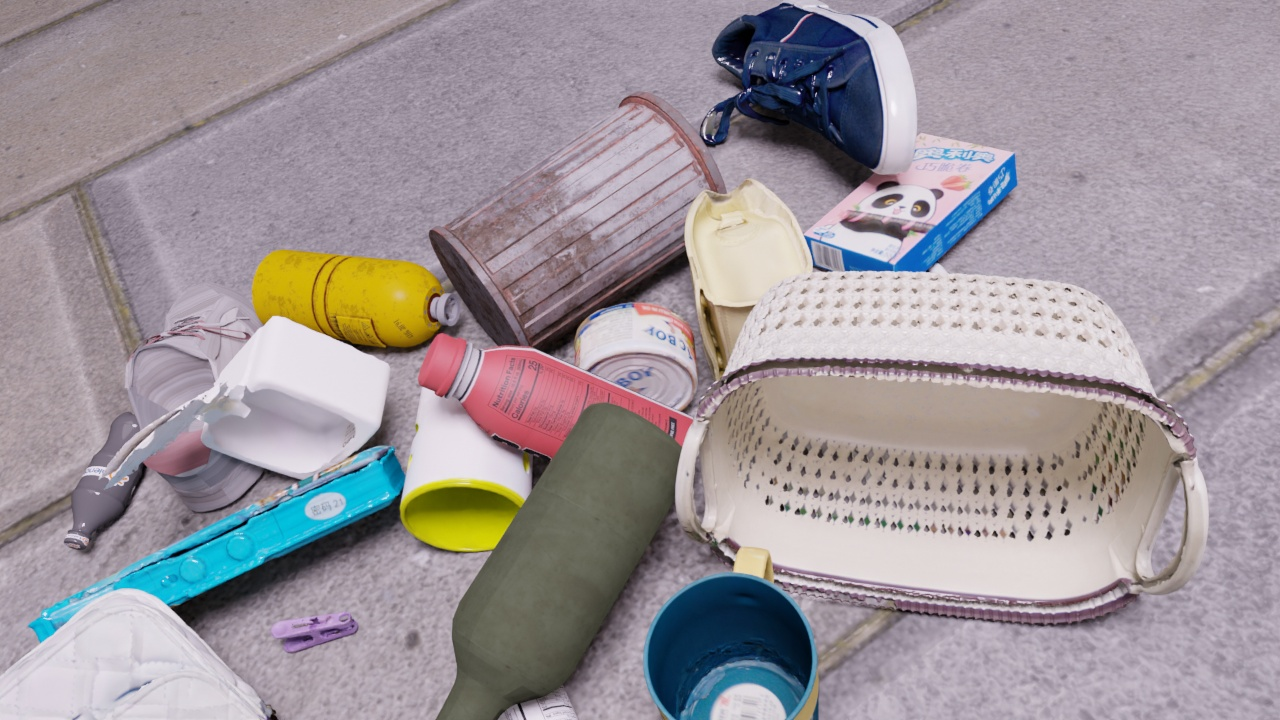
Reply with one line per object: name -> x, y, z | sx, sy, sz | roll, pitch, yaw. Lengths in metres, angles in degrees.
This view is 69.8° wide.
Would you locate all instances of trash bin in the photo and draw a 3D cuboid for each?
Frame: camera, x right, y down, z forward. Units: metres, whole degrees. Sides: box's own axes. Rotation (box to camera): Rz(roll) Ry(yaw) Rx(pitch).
trash bin -> -0.039, -0.105, 0.708 | 0.210, 0.131, 0.131 | -36, 52, -15

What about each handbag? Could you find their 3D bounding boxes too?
handbag -> 0.074, -0.046, 0.640 | 0.081, 0.119, 0.111 | -17, 53, 1
handbag -> -0.311, 0.232, 0.496 | 0.194, 0.139, 0.073 | -43, 12, -20

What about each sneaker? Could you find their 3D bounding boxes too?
sneaker -> -0.349, 0.001, 0.717 | 0.099, 0.089, 0.236 | -22, 49, -5
sneaker -> 0.126, -0.226, 0.767 | 0.127, 0.121, 0.294 | -13, 36, -9

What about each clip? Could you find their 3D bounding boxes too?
clip -> -0.208, 0.171, 0.585 | 0.051, 0.033, 0.013 | -15, 48, 0

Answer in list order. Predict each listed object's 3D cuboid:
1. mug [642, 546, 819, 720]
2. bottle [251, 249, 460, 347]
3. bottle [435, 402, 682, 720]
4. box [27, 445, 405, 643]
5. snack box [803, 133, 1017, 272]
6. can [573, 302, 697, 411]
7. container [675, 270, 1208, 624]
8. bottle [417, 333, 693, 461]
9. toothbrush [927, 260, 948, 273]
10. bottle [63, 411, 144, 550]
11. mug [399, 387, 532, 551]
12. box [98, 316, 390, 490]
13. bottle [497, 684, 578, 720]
mug -> 0.055, 0.158, 0.479 | 0.083, 0.107, 0.113 | 3, 52, 18
bottle -> -0.224, -0.048, 0.743 | 0.164, 0.071, 0.070 | 7, 53, 19
bottle -> -0.051, 0.124, 0.495 | 0.071, 0.071, 0.206 | 23, 70, 28
box -> -0.266, 0.119, 0.602 | 0.226, 0.094, 0.039 | -25, 93, -8
snack box -> 0.210, -0.117, 0.711 | 0.154, 0.033, 0.088 | -41, 43, -21
can -> -0.004, 0.004, 0.636 | 0.086, 0.086, 0.043 | -7, 49, 7
container -> 0.156, 0.044, 0.511 | 0.252, 0.185, 0.142 | 4, 40, 14
bottle -> -0.052, 0.032, 0.576 | 0.176, 0.062, 0.062 | 24, 49, -19
toothbrush -> 0.243, -0.021, 0.643 | 0.012, 0.017, 0.186 | -14, 48, -10
bottle -> -0.399, 0.090, 0.690 | 0.036, 0.036, 0.109 | -2, 51, 12
mug -> -0.112, 0.062, 0.616 | 0.082, 0.083, 0.106 | -8, 48, 7
box -> -0.265, 0.032, 0.613 | 0.112, 0.188, 0.101 | -38, 60, 34
bottle -> -0.054, 0.205, 0.509 | 0.041, 0.041, 0.116 | -27, 50, -9
